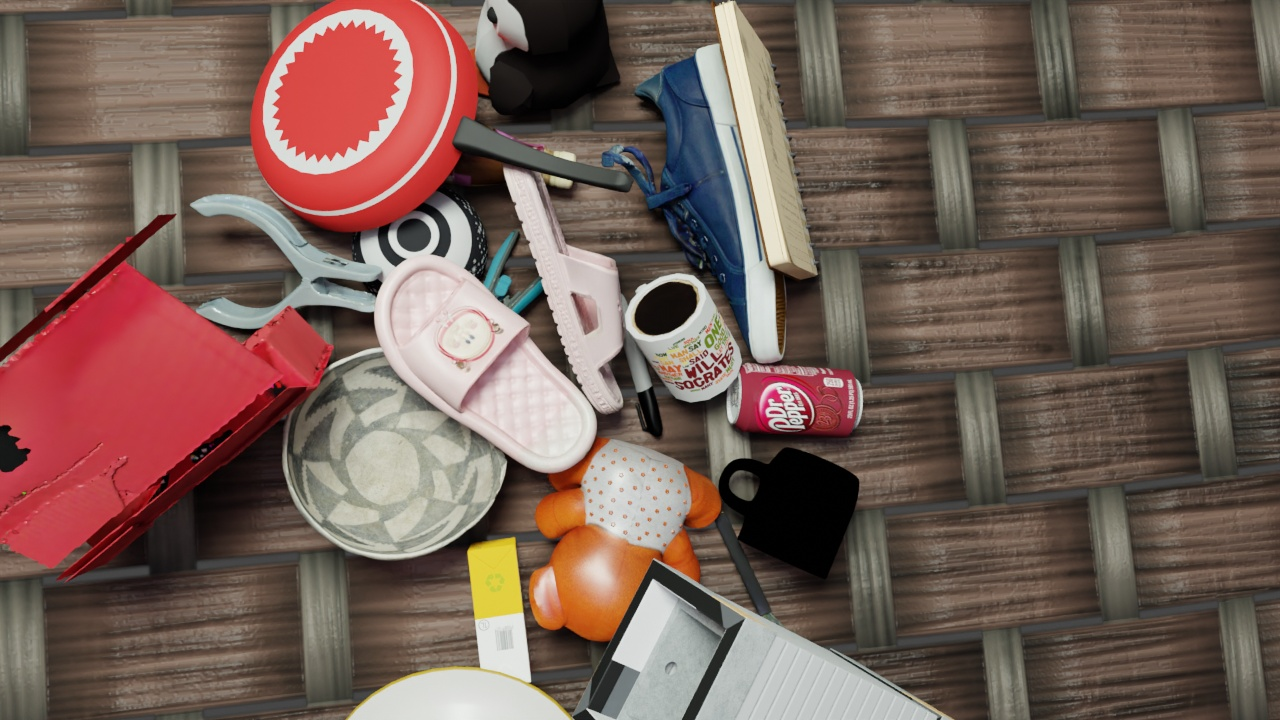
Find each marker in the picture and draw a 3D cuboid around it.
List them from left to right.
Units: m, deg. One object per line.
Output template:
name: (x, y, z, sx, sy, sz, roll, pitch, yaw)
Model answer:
marker: (-0.005, 0.005, 0.852, 0.022, 0.016, 0.138, -18, 87, 15)

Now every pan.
pan: (-0.173, -0.191, 0.748, 0.356, 0.067, 0.208, 18, 84, 23)

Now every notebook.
notebook: (0.115, -0.186, 0.813, 0.024, 0.167, 0.225, -13, 86, 19)

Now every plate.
plate: (-0.151, 0.365, 0.767, 0.230, 0.021, 0.230, -1, 102, -3)

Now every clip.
clip: (-0.306, -0.101, 0.768, 0.174, 0.030, 0.159, -4, 117, 8)

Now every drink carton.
drink carton: (-0.122, 0.220, 0.796, 0.040, 0.058, 0.122, -7, 86, -8)

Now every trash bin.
trash bin: (0.103, 0.291, 0.736, 0.247, 0.143, 0.142, 32, 81, -25)

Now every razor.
razor: (0.102, 0.207, 0.844, 0.042, 0.022, 0.144, -24, 89, -10)

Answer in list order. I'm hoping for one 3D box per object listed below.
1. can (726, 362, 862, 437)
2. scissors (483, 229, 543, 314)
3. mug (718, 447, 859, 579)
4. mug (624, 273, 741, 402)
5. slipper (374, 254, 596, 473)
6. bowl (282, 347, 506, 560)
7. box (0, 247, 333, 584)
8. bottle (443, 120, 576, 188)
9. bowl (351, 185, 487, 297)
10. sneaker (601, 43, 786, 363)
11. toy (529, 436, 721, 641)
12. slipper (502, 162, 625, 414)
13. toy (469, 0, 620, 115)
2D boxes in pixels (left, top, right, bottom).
can: (0.140, 0.037, 0.842, 0.114, 0.063, 0.063, 4, 85, -7)
scissors: (-0.124, -0.059, 0.826, 0.122, 0.019, 0.148, -5, 70, -17)
mug: (0.128, 0.127, 0.824, 0.121, 0.085, 0.094, 25, 81, 1)
mug: (0.032, -0.027, 0.818, 0.073, 0.105, 0.089, -38, 134, -4)
slipper: (-0.128, 0.006, 0.764, 0.221, 0.056, 0.106, 44, 70, -5)
bowl: (-0.212, 0.085, 0.778, 0.178, 0.081, 0.178, 10, 64, -21)
box: (-0.344, 0.052, 0.642, 0.211, 0.318, 0.121, -39, 86, 1)
bottle: (-0.142, -0.184, 0.827, 0.166, 0.060, 0.059, 9, 84, -6)
bowl: (-0.196, -0.103, 0.810, 0.120, 0.066, 0.120, 1, 85, -7)
sneaker: (0.054, -0.132, 0.838, 0.127, 0.120, 0.294, -17, 85, 15)
toy: (-0.019, 0.162, 0.805, 0.163, 0.093, 0.172, 21, 70, -8)
slipper: (-0.050, -0.073, 0.797, 0.064, 0.094, 0.239, -20, 99, 5)
toy: (-0.074, -0.296, 0.782, 0.140, 0.184, 0.159, 18, 83, -6)
